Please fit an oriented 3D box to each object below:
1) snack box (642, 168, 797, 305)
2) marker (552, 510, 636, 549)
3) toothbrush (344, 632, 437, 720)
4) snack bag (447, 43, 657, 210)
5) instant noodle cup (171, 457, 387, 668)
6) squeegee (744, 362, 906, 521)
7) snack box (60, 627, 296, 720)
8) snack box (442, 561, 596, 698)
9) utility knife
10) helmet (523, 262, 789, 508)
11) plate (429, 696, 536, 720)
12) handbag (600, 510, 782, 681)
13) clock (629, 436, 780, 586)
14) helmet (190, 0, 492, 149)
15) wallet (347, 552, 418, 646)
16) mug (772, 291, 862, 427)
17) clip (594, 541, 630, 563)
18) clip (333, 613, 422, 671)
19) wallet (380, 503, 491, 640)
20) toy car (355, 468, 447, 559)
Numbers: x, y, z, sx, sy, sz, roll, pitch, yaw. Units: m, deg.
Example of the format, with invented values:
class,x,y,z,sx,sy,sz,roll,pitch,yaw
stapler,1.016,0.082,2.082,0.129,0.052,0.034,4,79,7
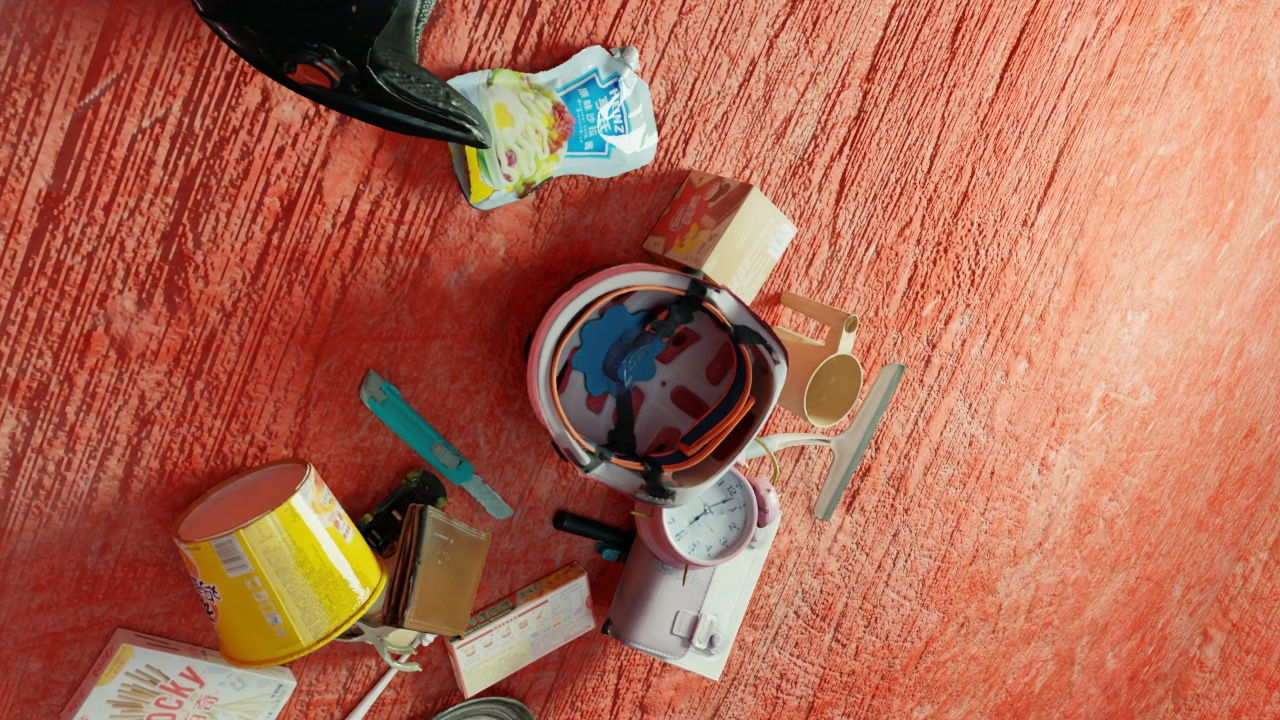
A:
class,x,y,z,sx,sy,sz,roll,pitch,yaw
snack box,0.074,-0.116,0.869,0.077,0.094,0.092,34,88,-40
marker,-0.037,0.181,0.963,0.132,0.020,0.022,26,105,-40
toothbrush,-0.252,0.320,0.870,0.180,0.016,0.016,-50,127,-8
snack bag,-0.068,-0.199,0.770,0.190,0.039,0.110,-22,109,-28
instant noodle cup,-0.282,0.148,0.707,0.137,0.138,0.110,-30,114,-23
squeegee,0.157,0.100,1.058,0.249,0.040,0.248,-3,128,-29
snack box,-0.376,0.280,0.758,0.156,0.027,0.084,34,88,-41
snack box,-0.121,0.275,0.939,0.155,0.027,0.077,-22,121,-27
utility knife,-0.178,0.083,0.824,0.029,0.013,0.216,-46,129,-11
helmet,-0.005,0.005,0.837,0.240,0.144,0.207,34,92,-25
plate,-0.188,0.419,0.952,0.179,0.024,0.180,-15,119,-29
handbag,0.054,0.222,0.978,0.145,0.099,0.196,30,75,-32
clock,0.072,0.137,0.907,0.158,0.060,0.117,-39,96,-20
helmet,-0.161,-0.263,0.531,0.230,0.275,0.233,16,88,-12
wallet,-0.214,0.214,0.849,0.087,0.024,0.115,37,85,-41
mug,0.176,-0.004,0.983,0.084,0.103,0.125,-1,109,-36
clip,-0.024,0.208,0.984,0.056,0.043,0.014,22,93,-40
clip,-0.223,0.232,0.817,0.092,0.035,0.103,-44,118,-3
wallet,-0.171,0.183,0.784,0.124,0.032,0.101,53,43,-63
toy car,-0.210,0.136,0.804,0.091,0.043,0.036,-43,173,-7
